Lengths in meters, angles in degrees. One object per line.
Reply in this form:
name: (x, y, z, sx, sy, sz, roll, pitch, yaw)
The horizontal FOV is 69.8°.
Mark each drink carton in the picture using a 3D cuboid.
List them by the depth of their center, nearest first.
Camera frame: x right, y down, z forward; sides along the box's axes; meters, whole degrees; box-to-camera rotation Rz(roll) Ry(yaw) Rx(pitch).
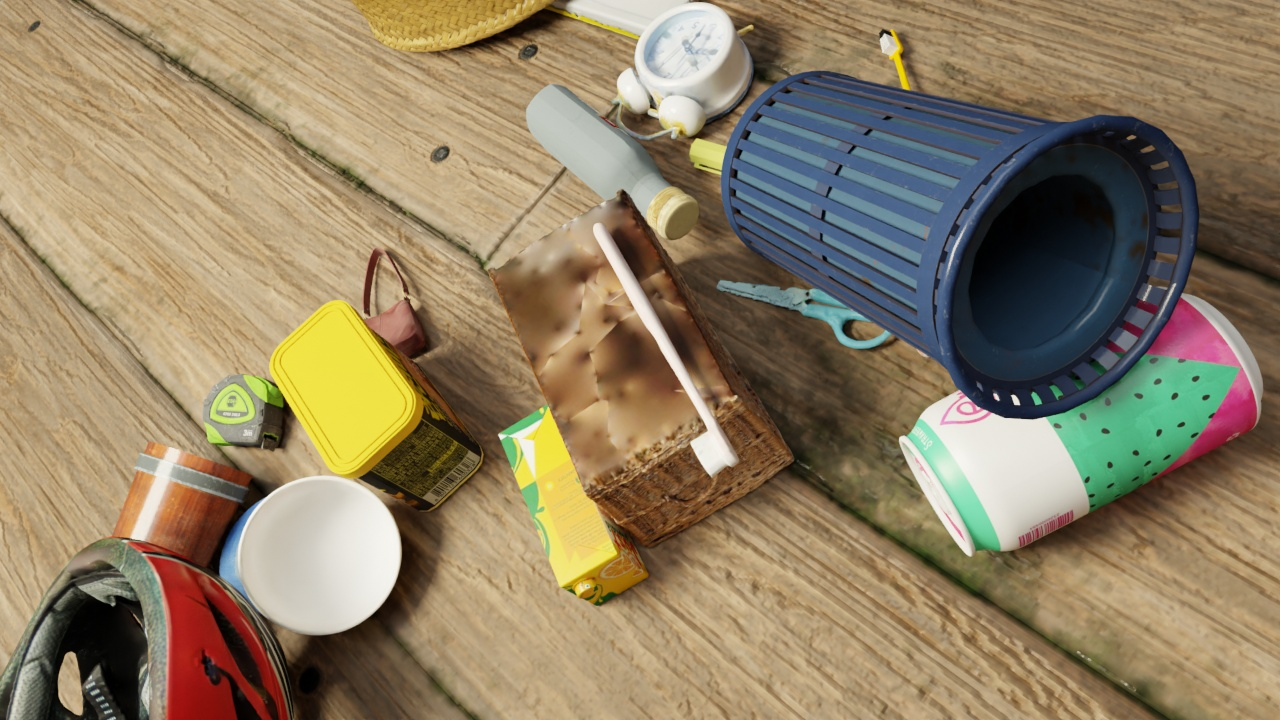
drink carton: (-0.042, 0.095, 0.591, 0.041, 0.058, 0.122, -31, 58, 5)

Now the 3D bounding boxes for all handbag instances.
handbag: (-0.209, -0.049, 0.753, 0.055, 0.029, 0.119, -27, 53, 9)

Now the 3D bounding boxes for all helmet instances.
helmet: (-0.305, 0.244, 0.556, 0.218, 0.166, 0.271, -19, 68, 29)

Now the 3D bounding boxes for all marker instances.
marker: (0.092, -0.139, 0.678, 0.124, 0.017, 0.021, 23, 108, 28)

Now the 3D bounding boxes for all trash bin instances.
trash bin: (0.149, -0.083, 0.511, 0.139, 0.139, 0.249, -40, 31, -1)

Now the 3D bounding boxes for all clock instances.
clock: (0.032, -0.223, 0.726, 0.089, 0.052, 0.125, 36, 85, 30)

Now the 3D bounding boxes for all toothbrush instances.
toothbrush: (0.008, -0.013, 0.517, 0.018, 0.015, 0.181, -33, 59, 10)
toothbrush: (0.195, -0.166, 0.645, 0.030, 0.031, 0.196, 11, 55, -22)

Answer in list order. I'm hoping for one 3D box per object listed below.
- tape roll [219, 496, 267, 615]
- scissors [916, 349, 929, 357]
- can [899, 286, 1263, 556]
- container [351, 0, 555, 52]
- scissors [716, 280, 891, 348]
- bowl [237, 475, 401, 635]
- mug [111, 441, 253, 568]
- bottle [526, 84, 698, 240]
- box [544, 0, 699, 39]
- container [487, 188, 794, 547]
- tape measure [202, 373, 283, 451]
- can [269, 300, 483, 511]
tape roll: (-0.268, 0.143, 0.683, 0.093, 0.016, 0.091, -47, 58, -5)
scissors: (0.228, -0.040, 0.578, 0.128, 0.011, 0.125, -37, 57, 1)
can: (0.232, 0.034, 0.494, 0.166, 0.088, 0.088, -29, 58, 6)
container: (-0.167, -0.453, 0.817, 0.308, 0.196, 0.306, -12, 58, 21)
scissors: (0.113, -0.040, 0.627, 0.137, 0.015, 0.056, 12, 68, 33)
bowl: (-0.217, 0.133, 0.632, 0.105, 0.054, 0.104, 3, 78, -13)
mug: (-0.365, 0.126, 0.703, 0.118, 0.081, 0.111, 0, 67, 48)
bottle: (-0.019, -0.146, 0.693, 0.046, 0.072, 0.161, -47, 58, 1)
box: (-0.020, -0.359, 0.830, 0.210, 0.023, 0.127, 30, 80, 32)
container: (-0.004, 0.003, 0.590, 0.114, 0.113, 0.198, -32, 59, 4)
tape measure: (-0.319, 0.042, 0.744, 0.066, 0.036, 0.058, 3, 76, 19)
can: (-0.184, 0.035, 0.653, 0.072, 0.101, 0.131, -43, 58, -3)
